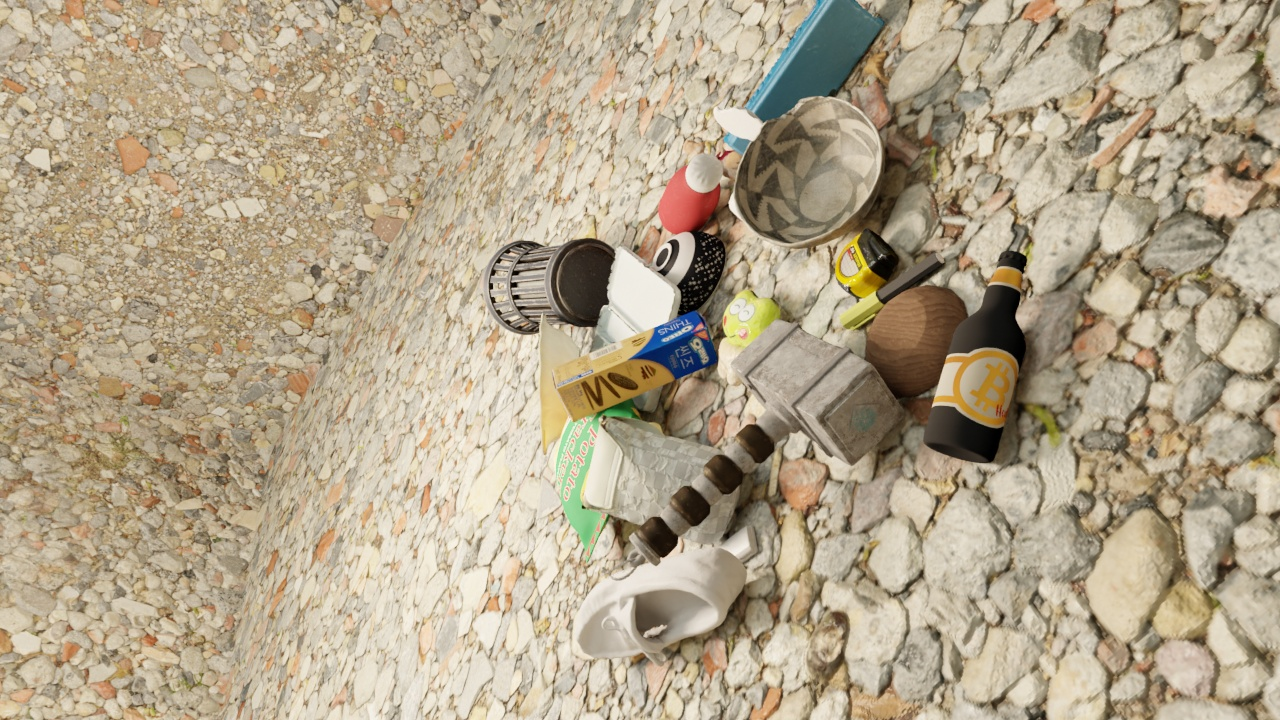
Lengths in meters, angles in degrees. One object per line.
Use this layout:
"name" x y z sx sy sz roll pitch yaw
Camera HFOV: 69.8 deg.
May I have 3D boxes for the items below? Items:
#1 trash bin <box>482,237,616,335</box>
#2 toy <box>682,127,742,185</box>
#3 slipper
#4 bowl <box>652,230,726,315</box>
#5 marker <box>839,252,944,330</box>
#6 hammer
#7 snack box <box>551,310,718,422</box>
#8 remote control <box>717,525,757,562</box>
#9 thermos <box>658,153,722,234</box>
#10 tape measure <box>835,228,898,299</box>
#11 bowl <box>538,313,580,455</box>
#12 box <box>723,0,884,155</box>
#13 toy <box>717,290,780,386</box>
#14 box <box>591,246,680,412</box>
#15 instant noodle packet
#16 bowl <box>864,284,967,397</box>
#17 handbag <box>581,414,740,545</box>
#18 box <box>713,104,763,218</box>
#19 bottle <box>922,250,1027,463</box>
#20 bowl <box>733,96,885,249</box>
"trash bin" -0.137 -0.124 1.509 0.228 0.164 0.164 3 71 57
"toy" 0.120 -0.275 1.270 0.085 0.074 0.106 -31 63 -3
"slipper" 0.014 0.278 1.001 0.248 0.112 0.074 -34 0 40
"bowl" 0.055 -0.130 1.275 0.120 0.066 0.120 -40 37 39
"marker" 0.256 -0.069 0.936 0.124 0.017 0.021 -38 71 38
"hammer" 0.088 0.106 0.904 0.326 0.079 0.177 -43 28 -5
"snack box" -0.007 0.007 1.168 0.207 0.056 0.057 -22 29 0
"remote control" 0.080 0.225 1.009 0.131 0.012 0.033 -44 34 33
"thermos" 0.071 -0.224 1.225 0.240 0.073 0.073 140 152 -84
"tape measure" 0.238 -0.099 0.969 0.064 0.037 0.065 -52 28 22
"bowl" -0.120 0.035 1.398 0.188 0.060 0.219 94 175 -74
"box" 0.203 -0.359 1.178 0.232 0.093 0.052 -55 30 21
"toy" 0.125 -0.026 1.099 0.092 0.046 0.115 36 108 59
"box" -0.008 -0.048 1.294 0.209 0.037 0.189 42 121 56
"instant noodle packet" -0.059 0.117 1.239 0.252 0.090 0.196 -115 44 -61
"bowl" 0.257 -0.024 0.884 0.118 0.030 0.117 -40 37 39
"handbag" 0.030 0.133 1.040 0.123 0.171 0.113 -31 -44 -68
"box" 0.135 -0.235 1.136 0.080 0.150 0.106 9 73 59
"bottle" 0.293 -0.007 0.778 0.059 0.059 0.181 2 70 60
"bowl" 0.203 -0.202 1.053 0.179 0.081 0.178 -13 67 33
